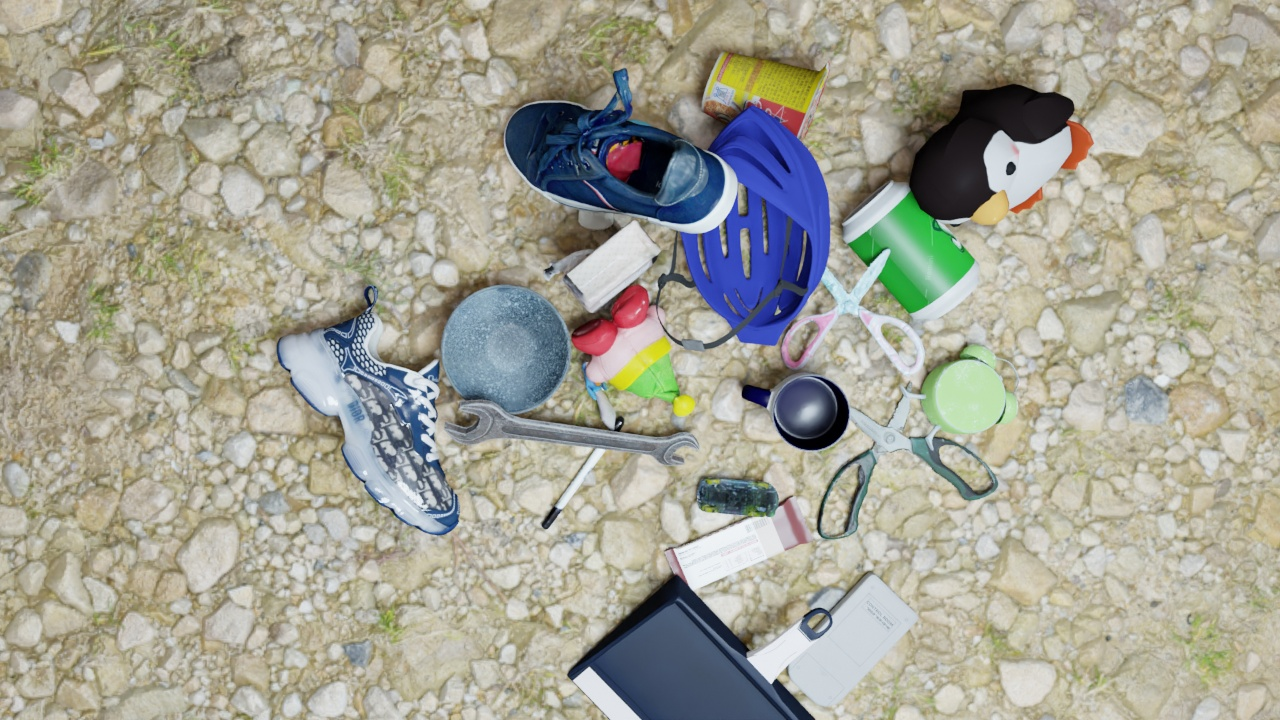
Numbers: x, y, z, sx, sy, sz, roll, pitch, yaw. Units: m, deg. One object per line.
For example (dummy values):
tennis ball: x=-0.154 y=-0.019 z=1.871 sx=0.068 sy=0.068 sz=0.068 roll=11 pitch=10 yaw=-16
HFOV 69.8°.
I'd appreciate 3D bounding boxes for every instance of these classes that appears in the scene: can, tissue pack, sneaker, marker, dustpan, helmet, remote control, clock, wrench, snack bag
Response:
can: x=0.286 y=-0.116 z=0.975 sx=0.088 sy=0.088 sz=0.140 roll=-42 pitch=92 yaw=1
tissue pack: x=-0.039 y=-0.095 z=0.923 sx=0.104 sy=0.181 sz=0.071 roll=-38 pitch=96 yaw=2
sneaker: x=-0.050 y=-0.211 z=0.888 sx=0.295 sy=0.127 sz=0.121 roll=26 pitch=94 yaw=38
marker: x=-0.063 y=0.125 z=1.018 sx=0.011 sy=0.011 sz=0.152 roll=36 pitch=92 yaw=-2
dustpan: x=0.094 y=0.348 z=0.986 sx=0.273 sy=0.080 sz=0.236 roll=-43 pitch=93 yaw=5
helmet: x=0.095 y=-0.113 z=0.909 sx=0.148 sy=0.227 sz=0.242 roll=7 pitch=121 yaw=30
remote control: x=-0.046 y=-0.205 z=1.001 sx=0.038 sy=0.018 sz=0.125 roll=3 pitch=92 yaw=-2
clock: x=0.358 y=0.037 z=1.000 sx=0.119 sy=0.042 sz=0.094 roll=-27 pitch=89 yaw=-7
wrench: x=-0.071 y=0.081 z=0.982 sx=0.273 sy=0.010 sz=0.070 roll=8 pitch=135 yaw=-11
snack bag: x=0.110 y=0.207 z=1.023 sx=0.158 sy=0.013 sz=0.057 roll=-24 pitch=93 yaw=0
sneaker: x=-0.257 y=0.055 z=0.976 sx=0.132 sy=0.103 sz=0.269 roll=-36 pitch=90 yaw=-7
remote control: x=0.233 y=0.314 z=1.027 sx=0.074 sy=0.019 sz=0.151 roll=43 pitch=90 yaw=-2

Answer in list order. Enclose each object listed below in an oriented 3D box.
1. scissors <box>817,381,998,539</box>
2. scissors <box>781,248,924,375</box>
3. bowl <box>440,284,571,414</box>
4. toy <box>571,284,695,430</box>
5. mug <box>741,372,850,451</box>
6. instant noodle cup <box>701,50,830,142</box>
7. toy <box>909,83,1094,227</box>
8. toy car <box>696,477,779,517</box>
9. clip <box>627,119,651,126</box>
scissors: x=0.282 y=0.132 z=1.022 sx=0.201 sy=0.015 sz=0.205 roll=35 pitch=92 yaw=-1
scissors: x=0.224 y=-0.039 z=0.968 sx=0.177 sy=0.013 sz=0.171 roll=44 pitch=118 yaw=20
bowl: x=-0.141 y=-0.012 z=0.988 sx=0.137 sy=0.057 sz=0.137 roll=0 pitch=93 yaw=-1
toy: x=-0.006 y=0.006 z=0.978 sx=0.124 sy=0.097 sz=0.131 roll=-39 pitch=119 yaw=-8
mug: x=0.161 y=0.048 z=0.973 sx=0.112 sy=0.097 sz=0.078 roll=17 pitch=93 yaw=7
instant noodle cup: x=0.127 y=-0.273 z=0.968 sx=0.112 sy=0.100 sz=0.100 roll=21 pitch=92 yaw=7
toy: x=0.335 y=-0.205 z=0.922 sx=0.183 sy=0.160 sz=0.140 roll=-29 pitch=74 yaw=-38
toy car: x=0.107 y=0.151 z=1.013 sx=0.090 sy=0.027 sz=0.038 roll=4 pitch=87 yaw=6
clip: x=0.027 y=-0.218 z=0.992 sx=0.097 sy=0.026 sz=0.116 roll=-44 pitch=100 yaw=-2
